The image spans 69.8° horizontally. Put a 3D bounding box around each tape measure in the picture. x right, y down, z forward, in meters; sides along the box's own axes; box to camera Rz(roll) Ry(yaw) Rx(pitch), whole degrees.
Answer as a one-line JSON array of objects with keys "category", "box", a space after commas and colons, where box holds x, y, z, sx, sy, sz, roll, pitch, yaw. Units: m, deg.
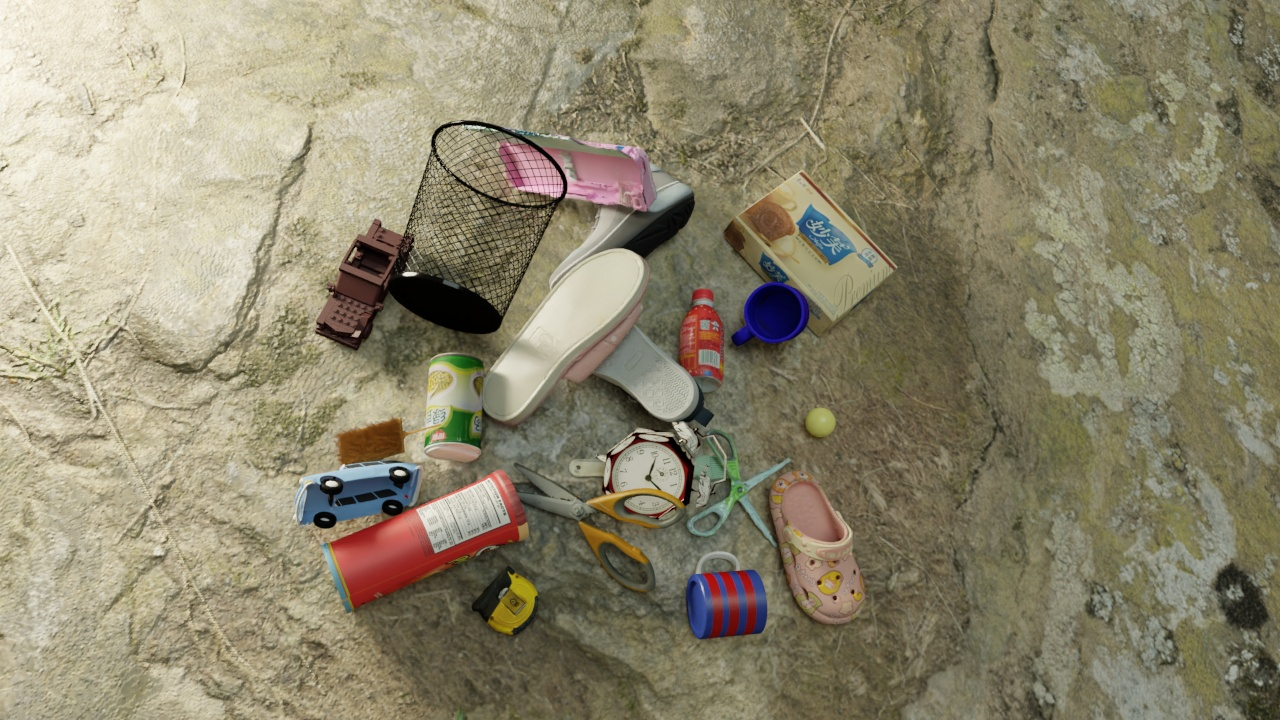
[{"category": "tape measure", "box": [-0.149, 0.278, 1.051, 0.064, 0.037, 0.065, 41, 64, 6]}]

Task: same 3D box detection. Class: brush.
[{"category": "brush", "box": [0.017, 0.137, 1.169, 0.217, 0.012, 0.033, 2, 67, -12]}, {"category": "brush", "box": [-0.298, 0.090, 1.073, 0.126, 0.017, 0.048, -16, 69, 11]}]

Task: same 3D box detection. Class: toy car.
[{"category": "toy car", "box": [-0.344, -0.103, 1.153, 0.070, 0.062, 0.169, 22, 64, -4]}, {"category": "toy car", "box": [-0.318, 0.146, 1.029, 0.153, 0.056, 0.055, -4, 28, -47]}]

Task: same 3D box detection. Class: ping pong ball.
[{"category": "ping pong ball", "box": [0.242, 0.083, 1.233, 0.040, 0.040, 0.040, 5, 66, -12]}]

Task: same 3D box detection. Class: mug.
[{"category": "mug", "box": [0.097, 0.277, 1.101, 0.076, 0.075, 0.111, -1, 41, -15]}, {"category": "mug", "box": [0.173, -0.056, 1.245, 0.111, 0.083, 0.079, -35, 84, 14]}]

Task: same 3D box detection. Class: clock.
[{"category": "clock", "box": [0.031, 0.134, 1.122, 0.155, 0.065, 0.114, -15, 92, 6]}]

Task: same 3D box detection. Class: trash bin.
[{"category": "trash bin", "box": [-0.211, -0.158, 1.154, 0.184, 0.184, 0.209, 19, 69, -6]}]

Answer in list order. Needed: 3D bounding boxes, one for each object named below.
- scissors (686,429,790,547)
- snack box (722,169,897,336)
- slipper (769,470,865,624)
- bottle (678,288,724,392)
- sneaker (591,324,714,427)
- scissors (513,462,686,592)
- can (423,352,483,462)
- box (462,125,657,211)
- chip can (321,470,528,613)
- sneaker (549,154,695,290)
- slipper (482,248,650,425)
[{"category": "scissors", "box": [0.125, 0.167, 1.174, 0.172, 0.021, 0.171, -29, 84, -25]}, {"category": "snack box", "box": [0.246, -0.159, 1.331, 0.153, 0.055, 0.207, -37, 80, -25]}, {"category": "slipper", "box": [0.223, 0.229, 1.137, 0.093, 0.082, 0.197, -16, 77, -18]}, {"category": "bottle", "box": [0.082, -0.030, 1.230, 0.062, 0.062, 0.137, 9, 65, -10]}, {"category": "sneaker", "box": [-0.007, 0.007, 1.181, 0.235, 0.087, 0.089, 38, 93, 25]}, {"category": "scissors", "box": [-0.051, 0.176, 1.094, 0.225, 0.016, 0.175, 39, 107, 4]}, {"category": "can", "box": [-0.225, 0.058, 1.111, 0.067, 0.067, 0.120, 4, 66, -13]}, {"category": "box", "box": [-0.100, -0.266, 1.183, 0.231, 0.161, 0.061, 15, 73, 30]}, {"category": "chip can", "box": [-0.240, 0.202, 1.035, 0.213, 0.087, 0.087, -21, 73, -20]}, {"category": "sneaker", "box": [-0.057, -0.196, 1.260, 0.256, 0.093, 0.160, -38, 72, -24]}, {"category": "slipper", "box": [-0.091, -0.027, 1.145, 0.274, 0.054, 0.114, -46, 58, 2]}]
